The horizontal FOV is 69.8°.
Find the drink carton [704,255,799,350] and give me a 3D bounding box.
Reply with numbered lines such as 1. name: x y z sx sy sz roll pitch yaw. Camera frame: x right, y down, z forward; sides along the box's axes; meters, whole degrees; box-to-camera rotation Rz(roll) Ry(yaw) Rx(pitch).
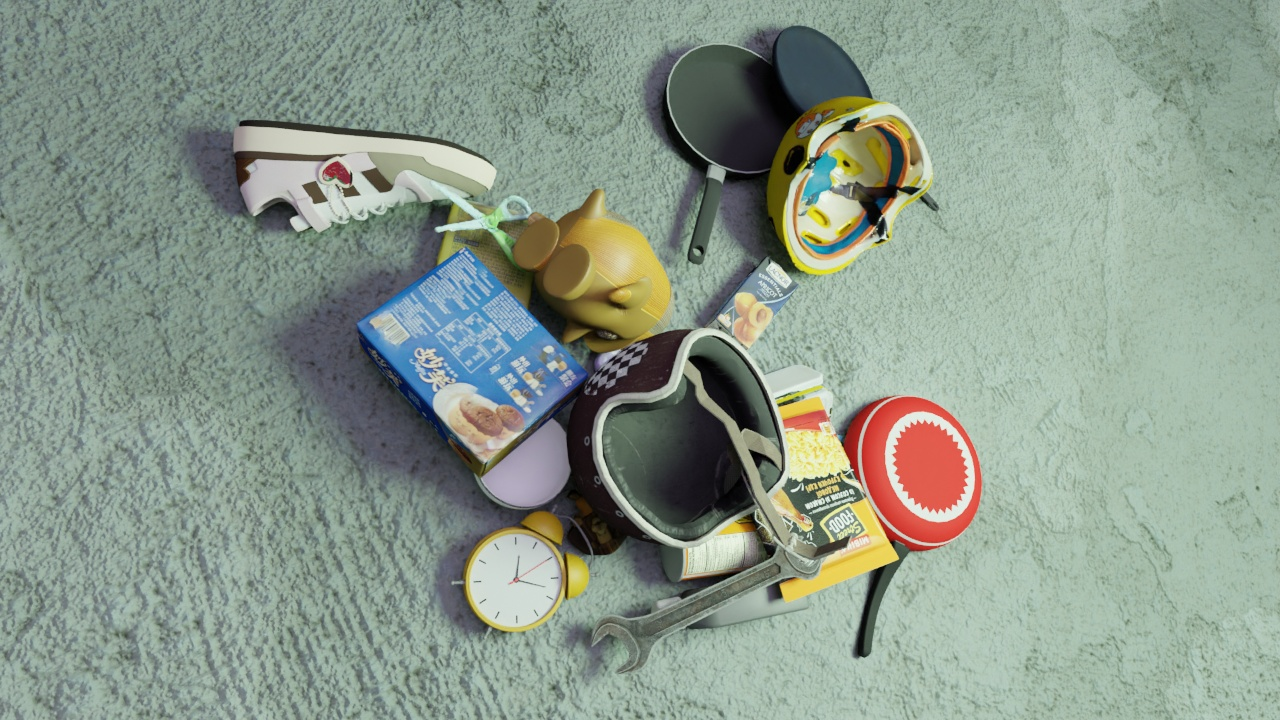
1. drink carton: 0.150 -0.073 1.220 0.064 0.040 0.129 43 65 -3

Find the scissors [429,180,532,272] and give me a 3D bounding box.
1. scissors: -0.173 -0.153 1.058 0.170 0.028 0.139 -18 89 -52

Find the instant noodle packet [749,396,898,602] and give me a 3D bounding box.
1. instant noodle packet: 0.194 0.158 1.092 0.159 0.032 0.220 -14 68 -23

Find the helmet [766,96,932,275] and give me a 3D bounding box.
1. helmet: 0.257 -0.248 1.248 0.209 0.139 0.240 31 104 -38

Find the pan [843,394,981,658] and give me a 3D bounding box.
1. pan: 0.342 0.209 1.191 0.209 0.067 0.355 27 64 -15

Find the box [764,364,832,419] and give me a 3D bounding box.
1. box: 0.145 0.076 1.171 0.209 0.079 0.080 -19 111 -21

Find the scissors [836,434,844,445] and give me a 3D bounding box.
1. scissors: 0.264 0.119 1.218 0.135 0.015 0.134 32 61 -9

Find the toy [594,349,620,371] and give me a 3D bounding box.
1. toy: -0.007 0.007 1.144 0.099 0.037 0.080 -34 79 -24

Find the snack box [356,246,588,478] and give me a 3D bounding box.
1. snack box: -0.184 0.001 1.004 0.202 0.069 0.154 45 64 7

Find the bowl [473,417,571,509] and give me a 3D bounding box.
1. bowl: -0.138 0.116 1.049 0.113 0.063 0.113 5 72 -18

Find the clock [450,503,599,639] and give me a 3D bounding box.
1. clock: -0.126 0.234 1.016 0.151 0.052 0.113 -31 87 -14

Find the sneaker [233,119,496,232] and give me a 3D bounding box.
1. sneaker: -0.317 -0.199 1.061 0.293 0.112 0.116 4 91 -13

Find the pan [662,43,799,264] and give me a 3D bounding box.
1. pan: 0.109 -0.281 1.268 0.204 0.044 0.354 20 68 -12

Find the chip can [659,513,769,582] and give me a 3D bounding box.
1. chip can: 0.136 0.217 1.106 0.214 0.075 0.075 -2 74 -20

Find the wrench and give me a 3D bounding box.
1. wrench: 0.074 0.268 1.019 0.273 0.010 0.070 -25 76 -3

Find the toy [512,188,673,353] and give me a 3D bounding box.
1. toy: -0.042 -0.087 1.092 0.162 0.203 0.198 -50 50 3

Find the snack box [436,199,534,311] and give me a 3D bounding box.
1. snack box: -0.188 -0.102 1.110 0.121 0.045 0.180 12 67 -12

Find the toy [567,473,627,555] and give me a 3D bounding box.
1. toy: -0.055 0.175 1.057 0.076 0.062 0.100 -25 102 -6

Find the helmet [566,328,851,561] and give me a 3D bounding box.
1. helmet: 0.050 0.087 0.984 0.233 0.254 0.233 44 35 -26

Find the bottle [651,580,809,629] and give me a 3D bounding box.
1. bottle: 0.099 0.283 1.069 0.173 0.084 0.046 -6 75 -20

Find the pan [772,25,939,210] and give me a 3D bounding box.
1. pan: 0.325 -0.349 1.363 0.356 0.021 0.198 44 50 -10
